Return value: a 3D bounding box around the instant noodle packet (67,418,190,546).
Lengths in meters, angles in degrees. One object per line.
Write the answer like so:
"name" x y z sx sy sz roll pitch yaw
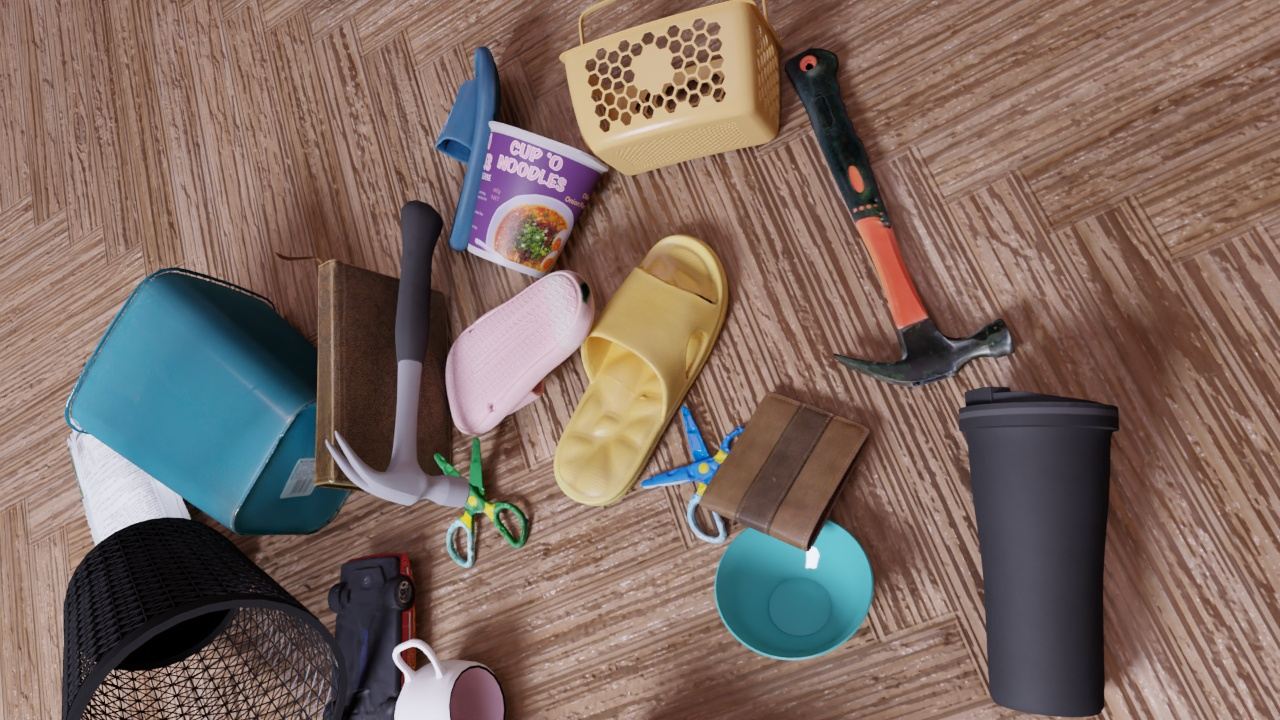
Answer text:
"instant noodle packet" -0.578 0.165 1.054 0.147 0.057 0.269 -36 71 15

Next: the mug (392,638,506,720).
"mug" -0.178 0.295 0.802 0.076 0.090 0.124 -20 105 29

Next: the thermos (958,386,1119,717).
"thermos" 0.283 0.131 0.650 0.106 0.105 0.218 -2 81 23

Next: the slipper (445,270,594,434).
"slipper" -0.115 -0.003 0.856 0.222 0.055 0.106 -36 56 36

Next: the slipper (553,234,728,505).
"slipper" -0.005 0.005 0.817 0.099 0.078 0.263 24 87 24

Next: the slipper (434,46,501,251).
"slipper" -0.178 -0.218 0.934 0.059 0.104 0.213 8 85 -16

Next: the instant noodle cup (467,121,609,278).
"instant noodle cup" -0.105 -0.148 0.880 0.137 0.121 0.122 31 102 59

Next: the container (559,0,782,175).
"container" 0.029 -0.276 0.844 0.184 0.129 0.167 -9 83 22

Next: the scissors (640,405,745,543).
"scissors" 0.059 0.098 0.803 0.125 0.013 0.129 -16 69 19

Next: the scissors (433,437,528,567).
"scissors" -0.164 0.140 0.880 0.129 0.012 0.117 45 102 14

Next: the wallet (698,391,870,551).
"wallet" 0.119 0.088 0.749 0.099 0.027 0.120 20 62 29

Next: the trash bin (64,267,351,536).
"trash bin" -0.400 0.054 0.925 0.219 0.199 0.196 32 92 20

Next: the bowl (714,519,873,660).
"bowl" 0.123 0.184 0.722 0.121 0.046 0.121 -10 49 12

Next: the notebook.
"notebook" -0.258 0.015 0.866 0.035 0.190 0.215 -13 72 32

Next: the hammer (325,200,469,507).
"hammer" -0.218 -0.018 0.859 0.030 0.125 0.310 -33 52 46

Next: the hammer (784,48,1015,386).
"hammer" 0.194 -0.134 0.791 0.133 0.033 0.332 -22 68 18

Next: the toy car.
"toy car" -0.251 0.279 0.869 0.082 0.056 0.189 -11 73 20

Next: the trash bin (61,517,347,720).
"trash bin" -0.420 0.266 0.843 0.243 0.216 0.217 23 87 49
